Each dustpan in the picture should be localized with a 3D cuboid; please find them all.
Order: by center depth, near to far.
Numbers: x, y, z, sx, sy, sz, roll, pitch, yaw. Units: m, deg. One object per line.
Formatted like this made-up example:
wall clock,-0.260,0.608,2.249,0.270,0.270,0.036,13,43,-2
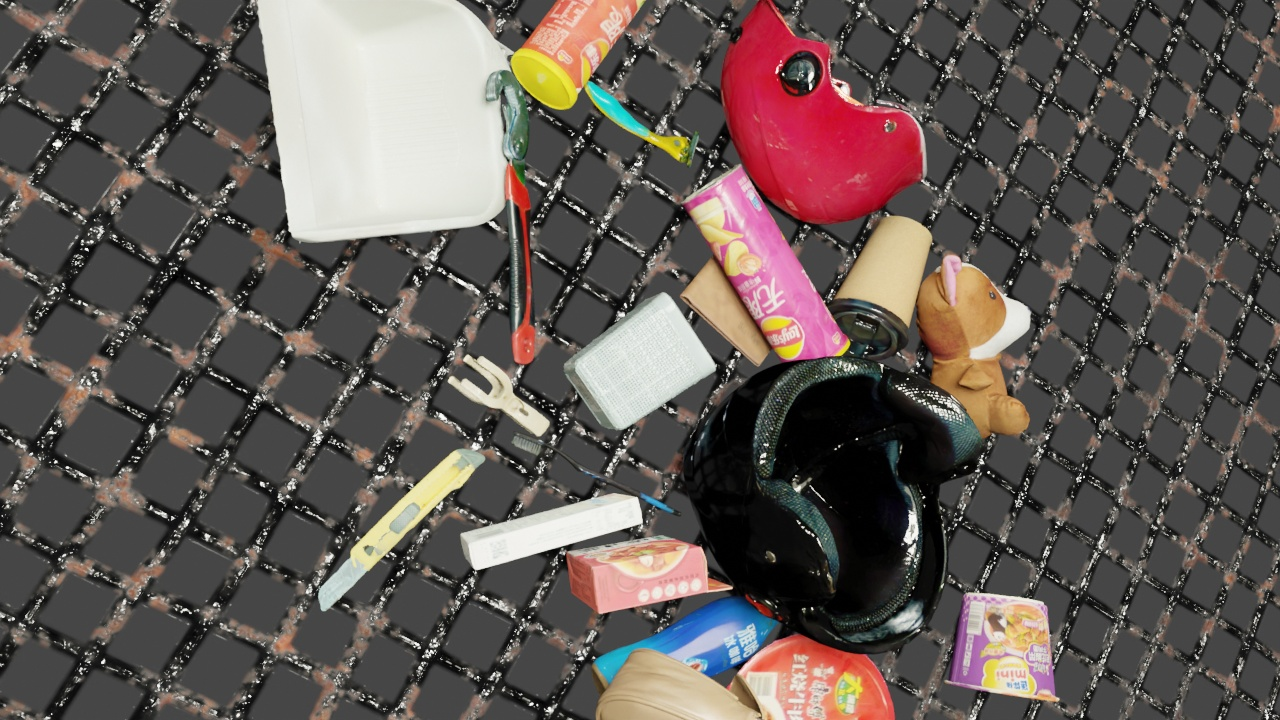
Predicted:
dustpan,-0.190,-0.216,0.777,0.143,0.257,0.223,-6,96,3

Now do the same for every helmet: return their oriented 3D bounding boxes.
helmet,0.167,0.129,0.848,0.232,0.231,0.275,-32,106,-28
helmet,0.157,-0.229,0.896,0.240,0.206,0.144,46,107,5

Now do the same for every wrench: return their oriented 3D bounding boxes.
wrench,-0.117,-0.132,0.866,0.016,0.056,0.273,1,99,27

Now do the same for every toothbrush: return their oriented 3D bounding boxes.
toothbrush,-0.042,0.115,0.898,0.189,0.014,0.016,28,80,-14

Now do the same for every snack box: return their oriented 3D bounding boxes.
snack box,-0.084,0.155,0.845,0.156,0.085,0.027,-12,89,-17
snack box,0.005,0.194,0.854,0.127,0.113,0.044,-6,87,-17

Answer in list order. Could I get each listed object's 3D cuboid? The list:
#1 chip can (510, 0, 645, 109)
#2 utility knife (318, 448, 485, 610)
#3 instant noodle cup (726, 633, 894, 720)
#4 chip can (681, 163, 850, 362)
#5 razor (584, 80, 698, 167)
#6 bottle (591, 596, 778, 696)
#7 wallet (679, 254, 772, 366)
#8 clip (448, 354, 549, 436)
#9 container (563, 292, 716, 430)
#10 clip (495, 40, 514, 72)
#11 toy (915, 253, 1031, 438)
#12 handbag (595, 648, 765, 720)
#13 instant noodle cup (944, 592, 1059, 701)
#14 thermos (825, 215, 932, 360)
chip can,-0.040,-0.349,0.894,0.073,0.073,0.216,35,76,-12
utility knife,-0.222,0.151,0.844,0.031,0.020,0.196,46,80,-3
instant noodle cup,0.152,0.361,0.911,0.193,0.066,0.194,1,88,-17
chip can,0.124,-0.086,0.909,0.071,0.071,0.210,-36,101,-16
razor,-0.001,-0.241,0.924,0.132,0.028,0.043,28,55,-16
bottle,0.061,0.274,0.890,0.218,0.065,0.065,-22,93,-16
wallet,0.112,-0.067,0.953,0.115,0.020,0.101,41,78,-13
clip,-0.139,0.031,0.871,0.035,0.092,0.103,-58,137,-13
container,-0.005,0.005,0.877,0.111,0.090,0.090,-35,96,-13
clip,-0.138,-0.300,0.890,0.058,0.026,0.038,31,87,-18
toy,0.352,-0.016,0.969,0.130,0.140,0.199,-17,87,10
handbag,0.043,0.340,0.791,0.099,0.148,0.205,-48,140,-48
instant noodle cup,0.382,0.300,0.967,0.111,0.112,0.099,14,73,-15
thermos,0.253,-0.076,0.963,0.093,0.093,0.143,31,70,-12
